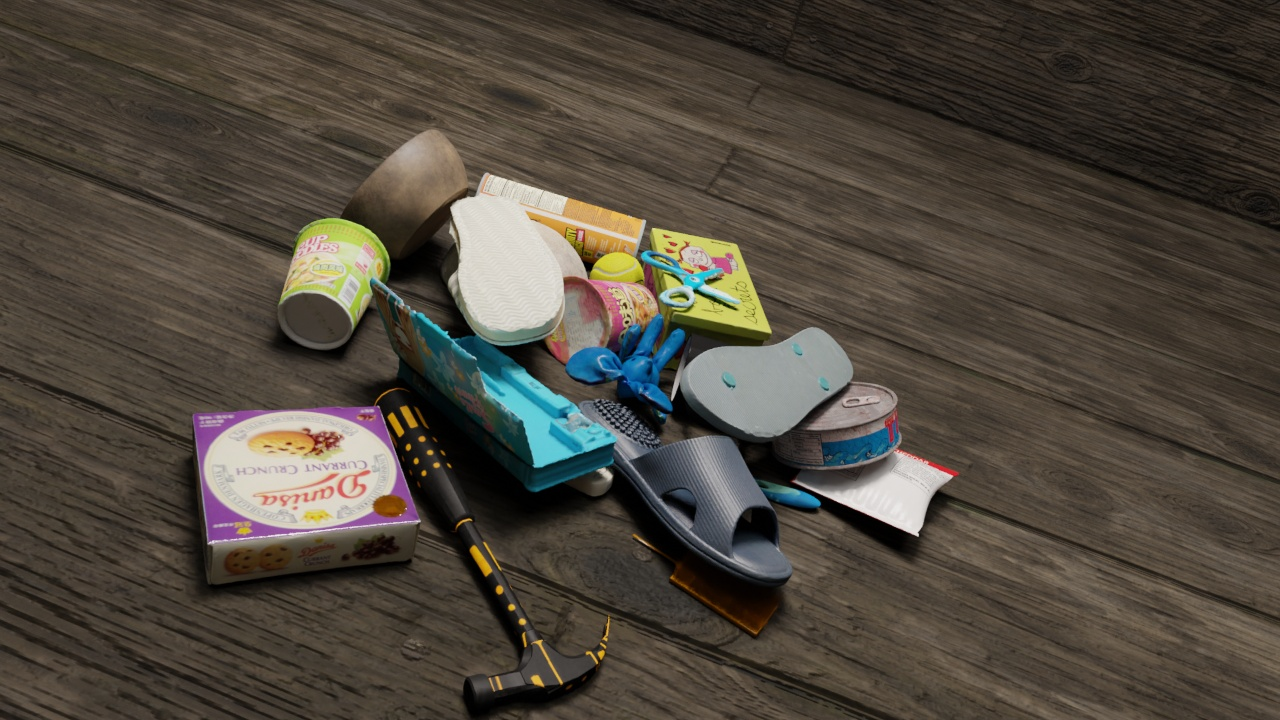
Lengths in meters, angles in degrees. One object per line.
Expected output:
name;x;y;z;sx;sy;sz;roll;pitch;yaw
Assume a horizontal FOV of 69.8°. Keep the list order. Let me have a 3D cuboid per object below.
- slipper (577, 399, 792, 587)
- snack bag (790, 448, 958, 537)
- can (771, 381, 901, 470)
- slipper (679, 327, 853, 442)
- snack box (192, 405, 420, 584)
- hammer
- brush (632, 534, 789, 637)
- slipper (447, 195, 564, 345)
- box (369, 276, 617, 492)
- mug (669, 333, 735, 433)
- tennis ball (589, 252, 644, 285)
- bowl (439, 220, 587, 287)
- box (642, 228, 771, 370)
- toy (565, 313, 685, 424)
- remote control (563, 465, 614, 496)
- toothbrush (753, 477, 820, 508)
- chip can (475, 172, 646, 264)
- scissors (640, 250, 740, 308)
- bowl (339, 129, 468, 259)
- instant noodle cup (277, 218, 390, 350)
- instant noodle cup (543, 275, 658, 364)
slipper;0.045;0.091;0.803;0.263;0.082;0.101;39;16;37
snack bag;0.238;0.115;0.924;0.131;0.039;0.143;22;29;25
can;0.194;0.064;0.926;0.130;0.044;0.129;-10;16;3
slipper;0.125;0.030;0.886;0.268;0.055;0.098;-14;64;-48
snack box;-0.256;0.095;0.695;0.143;0.041;0.148;-1;35;-30
hammer;-0.135;0.129;0.717;0.123;0.036;0.320;-6;39;-36
brush;0.051;0.174;0.751;0.126;0.017;0.048;30;32;20
slipper;-0.146;-0.097;0.959;0.114;0.054;0.272;-11;40;-10
box;-0.145;0.027;0.805;0.227;0.086;0.169;33;0;38
mug;0.081;0.031;0.949;0.088;0.078;0.113;16;38;-2
tennis ball;-0.028;-0.098;1.114;0.065;0.065;0.065;13;30;-8
bowl;-0.140;-0.121;1.081;0.178;0.081;0.178;14;28;-8
box;0.071;-0.071;1.107;0.124;0.083;0.220;11;29;-11
toy;-0.006;0.005;0.926;0.113;0.071;0.176;32;25;2
remote control;-0.082;0.086;0.828;0.126;0.018;0.038;24;30;15
toothbrush;0.108;0.118;0.881;0.135;0.017;0.022;21;29;0
chip can;-0.106;-0.177;1.195;0.215;0.075;0.075;16;30;-3
scissors;0.049;-0.093;1.046;0.140;0.011;0.133;33;37;27
bowl;-0.262;-0.181;1.051;0.070;0.163;0.161;44;30;-6
instant noodle cup;-0.306;-0.070;0.901;0.099;0.099;0.107;12;38;-10
instant noodle cup;-0.039;-0.048;1.007;0.098;0.098;0.108;35;26;27
